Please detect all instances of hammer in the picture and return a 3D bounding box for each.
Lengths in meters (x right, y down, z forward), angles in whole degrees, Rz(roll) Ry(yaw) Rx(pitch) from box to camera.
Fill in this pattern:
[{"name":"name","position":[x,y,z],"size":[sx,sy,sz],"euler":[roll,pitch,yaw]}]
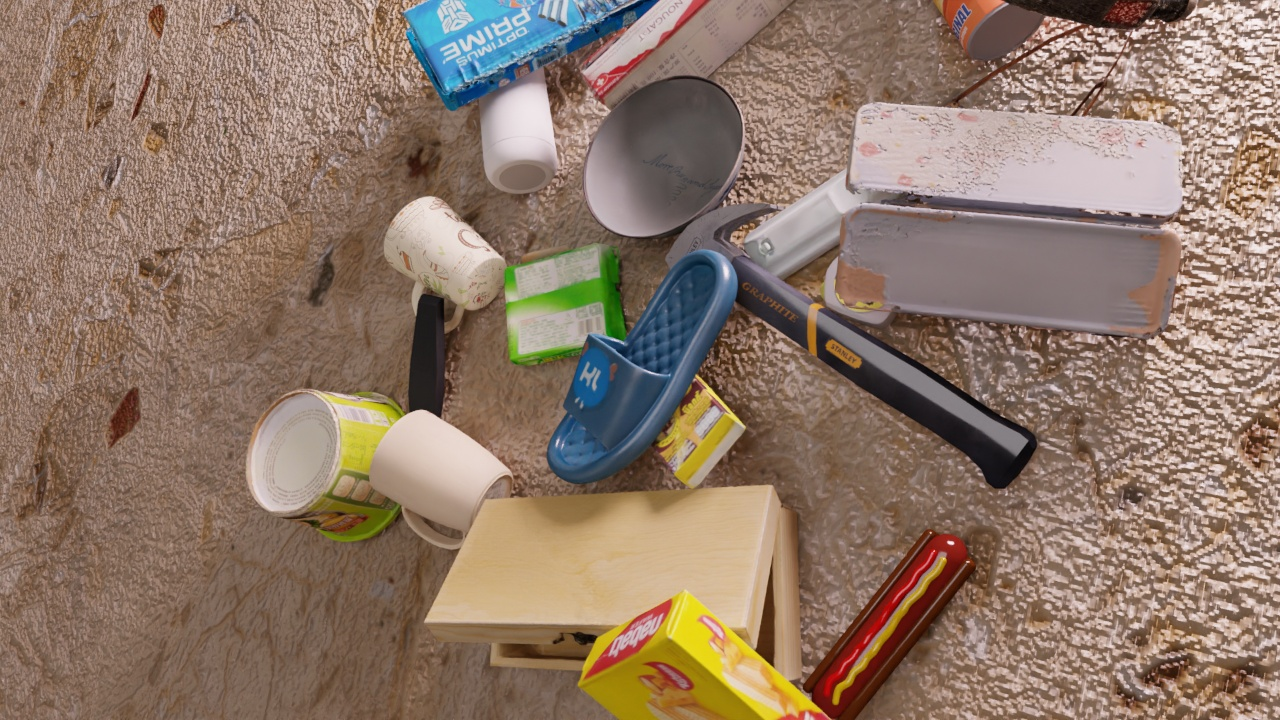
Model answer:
[{"name":"hammer","position":[0.144,-0.008,0.689],"size":[0.312,0.035,0.139],"euler":[38,112,26]},{"name":"hammer","position":[0.287,-0.373,0.700],"size":[0.140,0.036,0.325],"euler":[-5,60,-17]}]

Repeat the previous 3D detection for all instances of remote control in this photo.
[{"name":"remote control","position":[0.146,-0.115,0.735],"size":[0.133,0.022,0.050],"euler":[-33,63,16]},{"name":"remote control","position":[-0.201,0.001,0.865],"size":[0.039,0.010,0.125],"euler":[14,105,30]}]

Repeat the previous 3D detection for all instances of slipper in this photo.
[{"name":"slipper","position":[-0.004,0.004,0.700],"size":[0.214,0.059,0.104],"euler":[-53,36,6]}]

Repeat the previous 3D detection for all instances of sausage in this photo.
[{"name":"sausage","position":[0.170,0.183,0.630],"size":[0.040,0.040,0.155],"euler":[40,96,30]}]

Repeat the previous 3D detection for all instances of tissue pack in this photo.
[{"name":"tissue pack","position":[-0.071,-0.051,0.824],"size":[0.114,0.034,0.099],"euler":[-12,74,24]}]

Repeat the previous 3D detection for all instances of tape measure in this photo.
[{"name":"tape measure","position":[0.176,-0.061,0.707],"size":[0.064,0.016,0.065],"euler":[28,90,31]}]

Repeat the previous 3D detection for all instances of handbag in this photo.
[{"name":"handbag","position":[0.287,-0.188,0.683],"size":[0.196,0.043,0.093],"euler":[-43,57,1]}]

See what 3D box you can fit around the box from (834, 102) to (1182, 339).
[{"name":"box","position":[0.247,-0.098,0.624],"size":[0.216,0.063,0.157],"euler":[7,77,11]}]

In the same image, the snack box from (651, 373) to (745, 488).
[{"name":"snack box","position":[0.024,0.034,0.720],"size":[0.061,0.025,0.149],"euler":[-50,33,7]}]

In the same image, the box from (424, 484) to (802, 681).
[{"name":"box","position":[-0.014,0.165,0.691],"size":[0.249,0.148,0.140],"euler":[-7,62,24]}]

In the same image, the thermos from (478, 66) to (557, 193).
[{"name":"thermos","position":[-0.143,-0.276,0.893],"size":[0.101,0.069,0.229],"euler":[-4,69,-12]}]

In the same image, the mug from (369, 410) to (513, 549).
[{"name":"mug","position":[-0.174,0.115,0.812],"size":[0.104,0.085,0.112],"euler":[25,116,20]}]

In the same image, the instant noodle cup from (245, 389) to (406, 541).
[{"name":"instant noodle cup","position":[-0.294,0.094,0.863],"size":[0.146,0.097,0.146],"euler":[-8,73,26]}]

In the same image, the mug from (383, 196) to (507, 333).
[{"name":"mug","position":[-0.189,-0.080,0.881],"size":[0.097,0.080,0.122],"euler":[36,115,23]}]

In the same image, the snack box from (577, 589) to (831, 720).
[{"name":"snack box","position":[0.063,0.238,0.587],"size":[0.200,0.042,0.092],"euler":[43,126,-12]}]

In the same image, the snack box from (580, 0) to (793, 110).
[{"name":"snack box","position":[0.073,-0.313,0.797],"size":[0.273,0.076,0.044],"euler":[-38,59,14]}]

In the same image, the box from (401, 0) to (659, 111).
[{"name":"box","position":[-0.090,-0.326,0.840],"size":[0.243,0.066,0.091],"euler":[-29,69,-7]}]

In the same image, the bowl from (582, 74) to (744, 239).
[{"name":"bowl","position":[0.028,-0.164,0.789],"size":[0.151,0.056,0.150],"euler":[-9,69,25]}]

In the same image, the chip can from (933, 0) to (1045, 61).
[{"name":"chip can","position":[0.239,-0.335,0.723],"size":[0.062,0.062,0.210],"euler":[-29,65,18]}]
